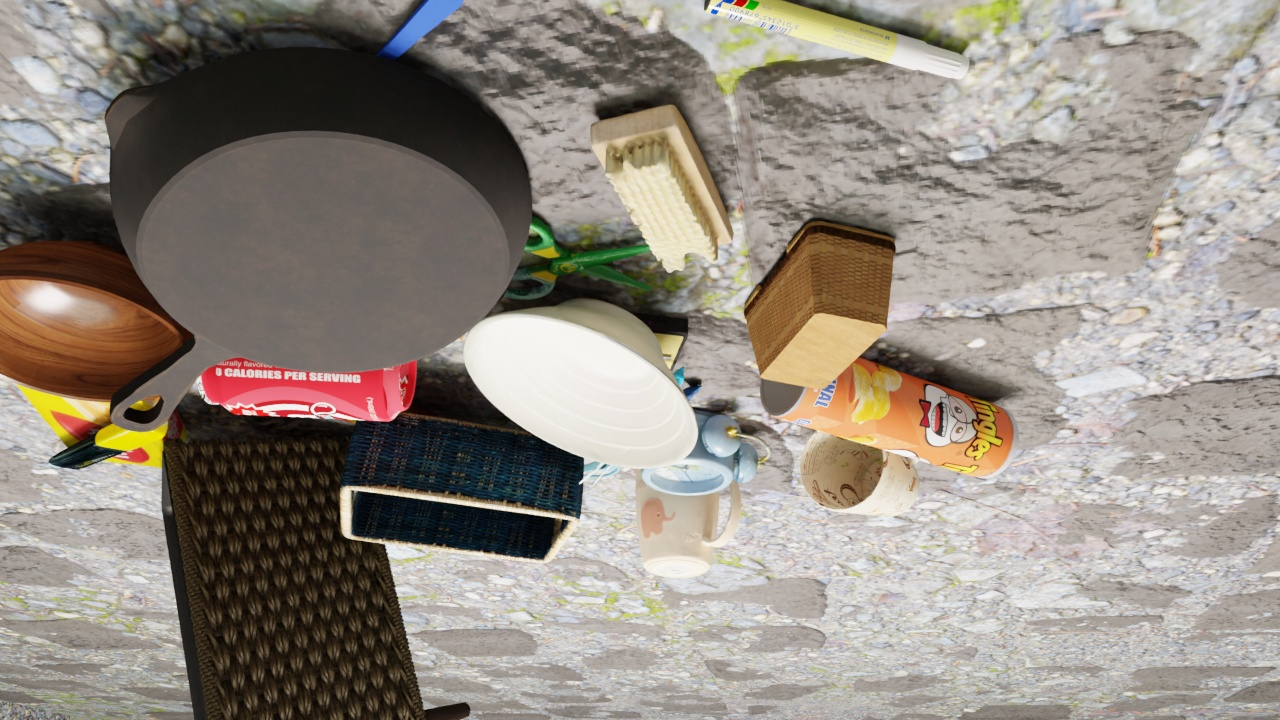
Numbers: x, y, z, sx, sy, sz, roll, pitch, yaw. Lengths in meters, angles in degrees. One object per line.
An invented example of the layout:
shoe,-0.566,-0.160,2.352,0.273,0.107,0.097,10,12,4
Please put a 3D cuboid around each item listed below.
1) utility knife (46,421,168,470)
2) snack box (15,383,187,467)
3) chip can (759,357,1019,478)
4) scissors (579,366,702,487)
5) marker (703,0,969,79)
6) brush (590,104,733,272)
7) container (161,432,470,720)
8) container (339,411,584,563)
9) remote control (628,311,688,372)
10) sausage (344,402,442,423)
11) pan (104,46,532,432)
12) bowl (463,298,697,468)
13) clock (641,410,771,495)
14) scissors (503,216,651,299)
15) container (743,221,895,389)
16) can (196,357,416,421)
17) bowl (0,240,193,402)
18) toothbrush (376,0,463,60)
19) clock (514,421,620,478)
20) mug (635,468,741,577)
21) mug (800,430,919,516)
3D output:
utility knife,-0.458,0.072,0.781,0.171,0.020,0.028,-19,143,30
snack box,-0.454,0.033,0.775,0.092,0.042,0.201,8,150,-10
chip can,0.197,0.040,0.718,0.210,0.062,0.062,17,147,-24
scissors,0.003,0.061,0.743,0.135,0.015,0.086,-51,158,9
marker,0.094,-0.154,0.432,0.132,0.014,0.014,10,150,-14
brush,0.014,-0.093,0.521,0.049,0.039,0.117,-7,148,19
container,-0.302,0.233,0.840,0.204,0.320,0.177,-8,158,-31
container,-0.151,0.109,0.776,0.187,0.071,0.146,10,151,-12
remote control,-0.004,0.004,0.720,0.058,0.013,0.134,6,150,-7
sausage,-0.223,0.042,0.777,0.040,0.040,0.155,-17,145,31
pan,-0.221,-0.034,0.548,0.357,0.043,0.248,-33,140,27
bowl,-0.034,0.005,0.654,0.177,0.057,0.177,17,148,11
clock,0.054,0.082,0.815,0.125,0.051,0.089,-11,146,22
scissors,-0.051,-0.061,0.610,0.128,0.012,0.120,18,148,-23
container,0.116,-0.030,0.601,0.063,0.061,0.114,10,150,-14
can,-0.243,0.005,0.677,0.142,0.074,0.074,3,151,-1
bowl,-0.372,-0.037,0.615,0.147,0.068,0.147,-2,148,-2
toothbrush,-0.105,-0.160,0.438,0.016,0.011,0.187,27,142,-37
clock,-0.060,0.084,0.837,0.087,0.041,0.123,-10,147,21
mug,0.047,0.147,0.877,0.112,0.104,0.085,-19,145,35
mug,0.216,0.089,0.814,0.122,0.081,0.097,-45,139,19
